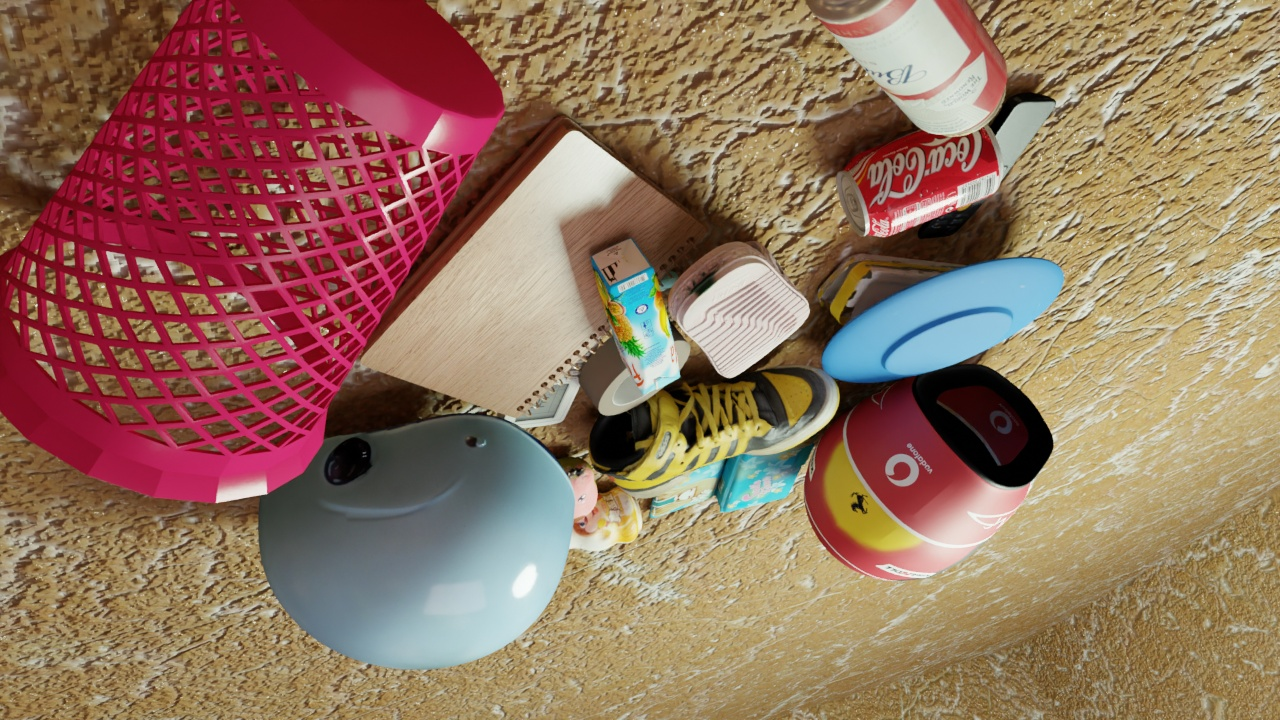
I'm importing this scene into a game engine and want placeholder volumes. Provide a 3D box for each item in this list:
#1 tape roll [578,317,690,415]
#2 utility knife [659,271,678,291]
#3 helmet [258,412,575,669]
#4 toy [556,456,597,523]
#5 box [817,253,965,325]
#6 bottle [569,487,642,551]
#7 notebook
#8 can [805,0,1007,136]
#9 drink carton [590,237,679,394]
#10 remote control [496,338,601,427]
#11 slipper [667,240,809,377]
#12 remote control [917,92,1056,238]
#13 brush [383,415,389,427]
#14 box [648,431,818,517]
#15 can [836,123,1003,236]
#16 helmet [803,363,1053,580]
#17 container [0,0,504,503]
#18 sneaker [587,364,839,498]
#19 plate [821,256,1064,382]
[{"bbox_3d":[-0.005,0.004,0.767,0.093,0.030,0.094,-32,159,-14],"label":"tape roll"},{"bbox_3d":[-0.026,-0.050,0.711,0.120,0.015,0.022,-15,-179,-8],"label":"utility knife"},{"bbox_3d":[-0.188,0.158,0.751,0.266,0.166,0.226,-5,134,5],"label":"helmet"},{"bbox_3d":[-0.084,0.135,0.930,0.090,0.051,0.110,-11,147,-18],"label":"toy"},{"bbox_3d":[0.255,-0.064,0.848,0.209,0.044,0.066,1,130,-32],"label":"box"},{"bbox_3d":[-0.056,0.178,1.005,0.108,0.063,0.063,-11,148,-16],"label":"bottle"},{"bbox_3d":[-0.069,-0.050,0.642,0.211,0.022,0.169,-44,143,16],"label":"notebook"},{"bbox_3d":[0.163,-0.194,0.546,0.067,0.067,0.170,-37,146,25],"label":"can"},{"bbox_3d":[-0.002,-0.028,0.658,0.038,0.044,0.129,-26,142,-7],"label":"drink carton"},{"bbox_3d":[-0.078,0.012,0.764,0.060,0.025,0.139,-4,145,-26],"label":"remote control"},{"bbox_3d":[0.070,-0.050,0.718,0.094,0.064,0.239,-37,161,8],"label":"slipper"},{"bbox_3d":[0.269,-0.150,0.727,0.041,0.020,0.152,-8,148,-22],"label":"remote control"},{"bbox_3d":[-0.215,0.089,0.811,0.048,0.017,0.127,-13,148,-14],"label":"brush"},{"bbox_3d":[0.102,0.113,1.033,0.181,0.039,0.227,-13,149,-13],"label":"box"},{"bbox_3d":[0.202,-0.133,0.668,0.105,0.064,0.064,-22,149,1],"label":"can"},{"bbox_3d":[0.297,0.132,1.009,0.270,0.197,0.225,-12,149,-48],"label":"helmet"},{"bbox_3d":[-0.181,-0.073,0.442,0.183,0.183,0.226,17,125,-46],"label":"container"},{"bbox_3d":[0.059,0.054,0.851,0.239,0.086,0.122,-26,153,15],"label":"sneaker"},{"bbox_3d":[0.278,-0.023,0.840,0.224,0.024,0.225,-13,156,-6],"label":"plate"}]
